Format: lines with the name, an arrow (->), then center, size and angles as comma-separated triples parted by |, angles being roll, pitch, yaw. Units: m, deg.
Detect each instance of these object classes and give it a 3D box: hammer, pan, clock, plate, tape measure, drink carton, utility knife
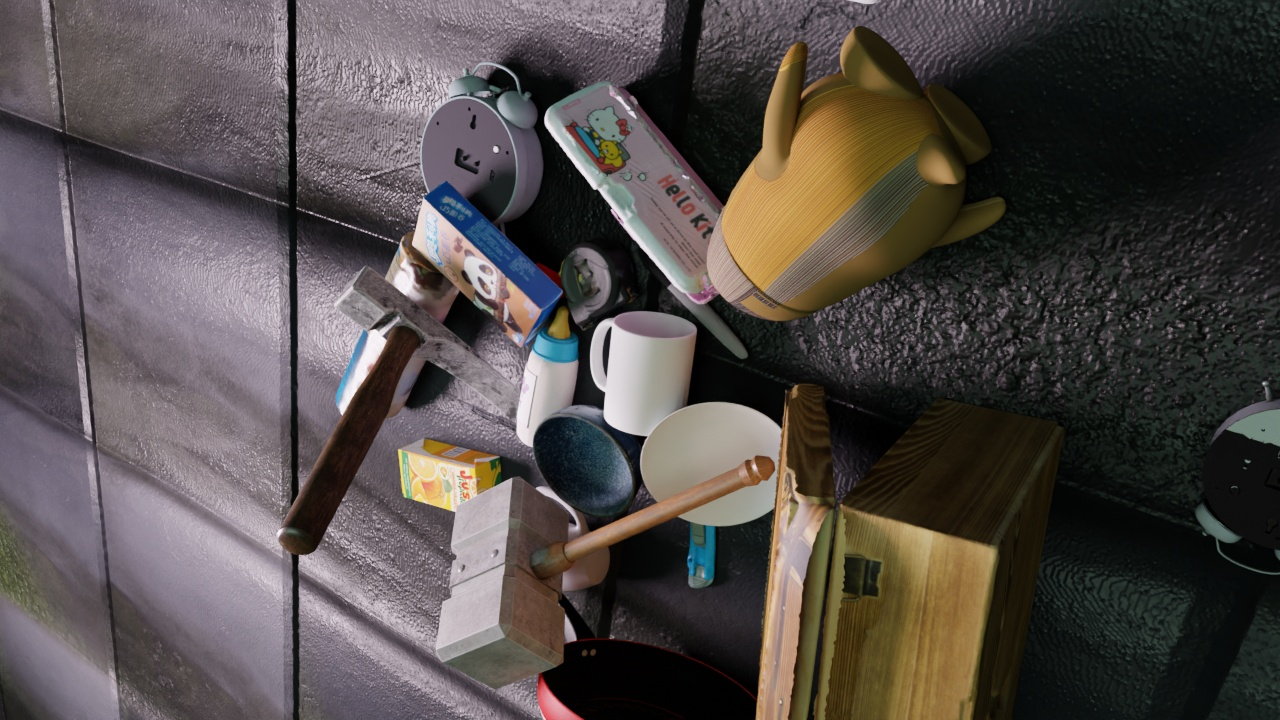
hammer -> -0.025, 0.148, 0.779 | 0.318, 0.162, 0.083 | -28, 129, 24
pan -> -0.034, 0.293, 0.876 | 0.357, 0.208, 0.067 | 20, 97, 51
clock -> -0.148, -0.201, 0.871 | 0.122, 0.045, 0.159 | 28, 117, 24
clock -> 0.412, 0.082, 0.588 | 0.095, 0.035, 0.123 | 21, 116, 28
plate -> 0.068, 0.090, 0.803 | 0.134, 0.011, 0.135 | 2, 121, 4
tape measure -> -0.040, -0.074, 0.840 | 0.072, 0.042, 0.072 | -27, 86, 40
drink carton -> -0.207, 0.129, 1.014 | 0.123, 0.041, 0.058 | 8, 109, 31
hammer -> -0.213, 0.070, 0.812 | 0.217, 0.299, 0.037 | 41, 122, -22
utility knife -> 0.056, 0.138, 0.857 | 0.031, 0.015, 0.173 | 6, 106, 28

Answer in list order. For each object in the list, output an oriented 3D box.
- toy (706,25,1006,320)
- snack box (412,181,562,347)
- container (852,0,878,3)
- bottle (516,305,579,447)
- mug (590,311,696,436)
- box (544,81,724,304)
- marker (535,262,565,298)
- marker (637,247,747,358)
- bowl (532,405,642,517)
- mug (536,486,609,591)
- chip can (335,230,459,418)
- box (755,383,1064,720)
toy -> 0.133, -0.114, 0.661 | 0.198, 0.162, 0.204 | 28, 130, -22
snack box -> -0.147, -0.088, 0.867 | 0.151, 0.034, 0.087 | 43, 149, 1
container -> 0.129, -0.304, 0.650 | 0.129, 0.049, 0.081 | 24, 116, 26
bottle -> -0.087, 0.014, 0.891 | 0.051, 0.051, 0.146 | 25, 117, 26
mug -> -0.005, 0.005, 0.824 | 0.110, 0.073, 0.091 | 25, 117, 40
box -> 0.002, -0.138, 0.759 | 0.202, 0.095, 0.088 | 52, 123, 10
marker -> -0.133, -0.101, 0.906 | 0.145, 0.021, 0.023 | 29, 88, 24
marker -> 0.045, -0.051, 0.807 | 0.138, 0.016, 0.022 | 47, 155, 12
bowl -> -0.039, 0.086, 0.871 | 0.114, 0.060, 0.114 | 19, 127, 26
mug -> -0.081, 0.181, 0.929 | 0.090, 0.071, 0.107 | 2, 100, 30
chip can -> -0.257, -0.027, 0.980 | 0.080, 0.079, 0.230 | 43, 124, 16
box -> 0.153, 0.187, 0.655 | 0.216, 0.256, 0.279 | 13, 111, 28
